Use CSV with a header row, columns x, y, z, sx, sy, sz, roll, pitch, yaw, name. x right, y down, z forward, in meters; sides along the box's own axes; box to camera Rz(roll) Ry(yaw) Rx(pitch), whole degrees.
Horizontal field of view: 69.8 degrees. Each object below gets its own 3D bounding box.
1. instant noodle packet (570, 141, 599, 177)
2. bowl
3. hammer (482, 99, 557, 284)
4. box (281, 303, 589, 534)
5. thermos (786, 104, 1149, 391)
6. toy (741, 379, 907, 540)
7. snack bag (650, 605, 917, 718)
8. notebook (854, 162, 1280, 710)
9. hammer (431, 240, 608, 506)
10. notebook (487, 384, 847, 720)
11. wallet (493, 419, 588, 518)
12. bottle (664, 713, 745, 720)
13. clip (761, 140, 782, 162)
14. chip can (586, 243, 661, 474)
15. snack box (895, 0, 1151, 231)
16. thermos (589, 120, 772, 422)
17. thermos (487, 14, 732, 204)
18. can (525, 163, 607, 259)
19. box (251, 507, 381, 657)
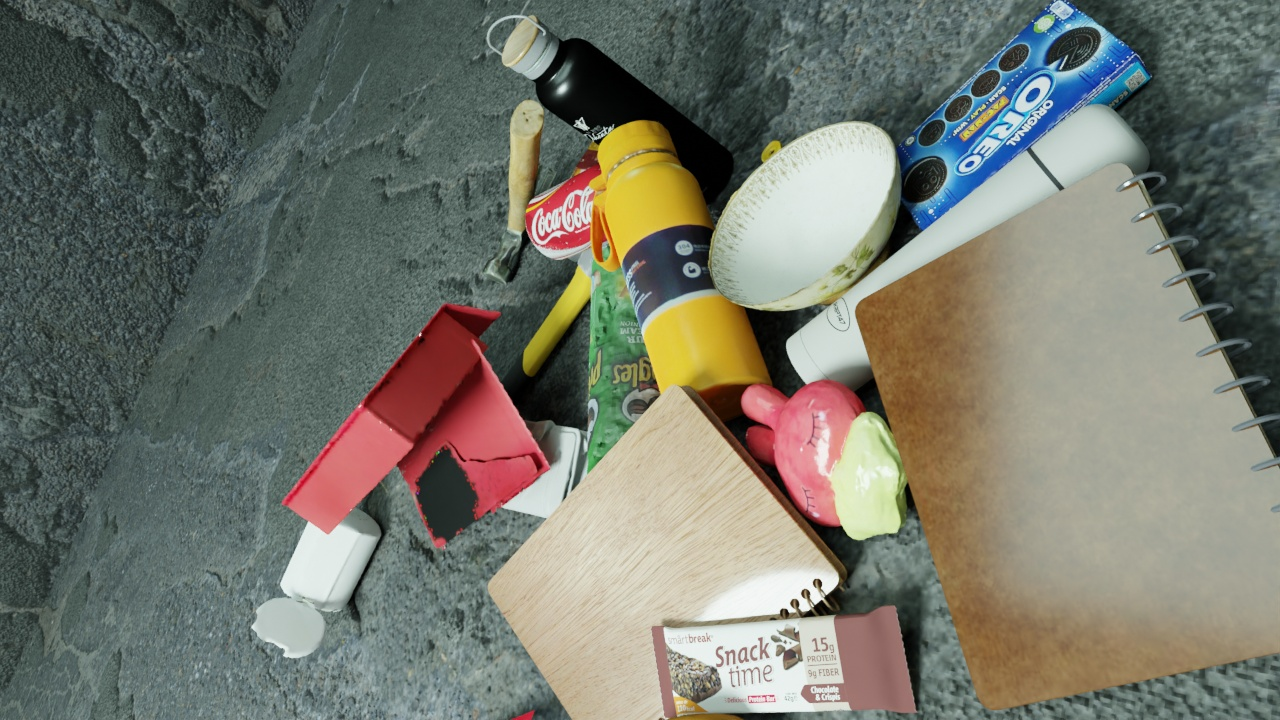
x,y,z,sx,sy,sz,roll,pitch,yaw,name
-0.016,-0.192,0.892,0.135,0.039,0.098,25,88,56,instant noodle packet
0.121,-0.083,0.614,0.145,0.063,0.145,-32,39,30,bowl
-0.111,-0.167,0.867,0.132,0.033,0.331,-65,5,-10,hammer
-0.112,-0.001,0.932,0.216,0.141,0.508,-40,-3,43,box
0.186,-0.058,0.541,0.225,0.052,0.052,-41,41,27,thermos
0.108,0.055,0.551,0.135,0.045,0.092,32,126,50,toy
0.075,0.175,0.525,0.158,0.013,0.057,-15,77,32,snack bag
0.207,0.035,0.441,0.168,0.024,0.225,-31,59,36,notebook
-0.111,0.007,0.891,0.324,0.029,0.127,-54,36,13,hammer
0.010,0.147,0.591,0.211,0.022,0.169,-48,66,20,notebook
-0.088,0.094,0.801,0.116,0.032,0.086,-5,66,49,wallet
0.038,0.278,0.492,0.068,0.067,0.156,-35,44,33,bottle
0.109,-0.154,0.721,0.054,0.044,0.049,-43,64,27,clip
-0.005,0.004,0.721,0.076,0.075,0.222,-32,45,35,chip can
0.225,-0.146,0.571,0.150,0.027,0.082,-45,38,24,snack box
0.017,-0.068,0.676,0.091,0.076,0.232,-15,66,-5,thermos
-0.024,-0.205,0.743,0.061,0.231,0.061,-30,46,37,thermos
-0.050,-0.134,0.822,0.105,0.064,0.064,-16,56,44,can
-0.336,0.225,0.956,0.137,0.083,0.143,-66,11,-2,box
